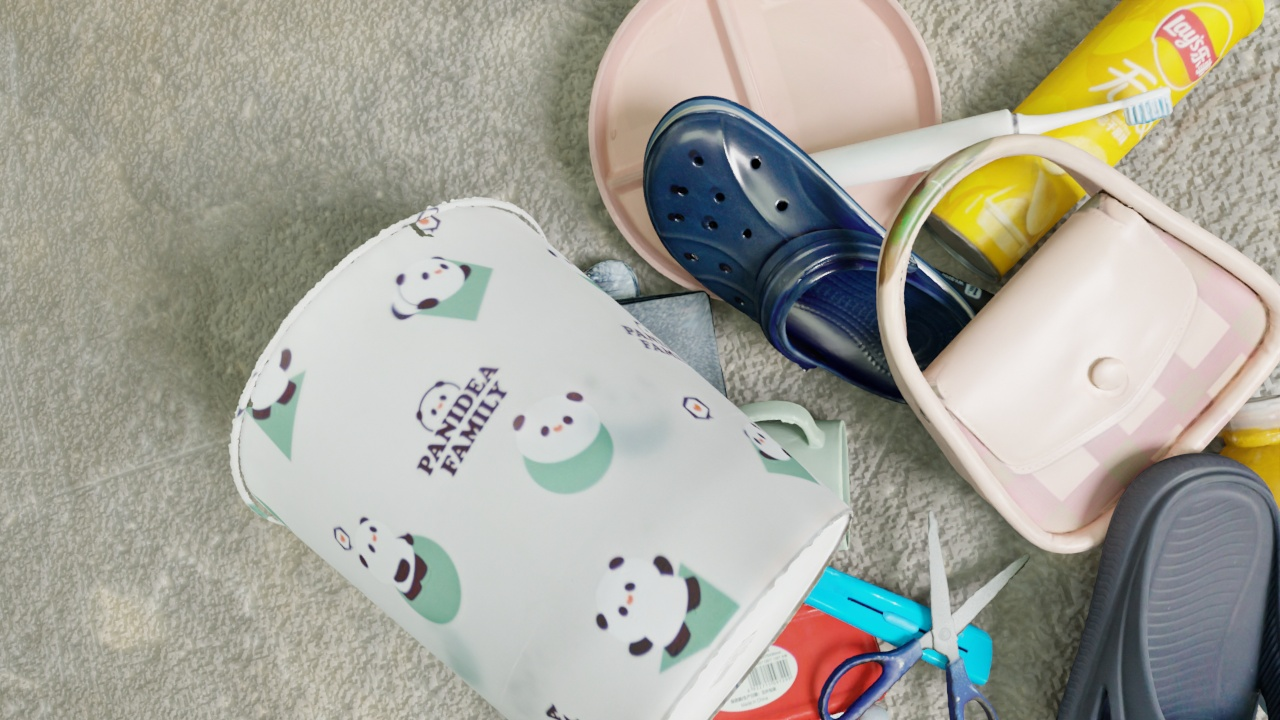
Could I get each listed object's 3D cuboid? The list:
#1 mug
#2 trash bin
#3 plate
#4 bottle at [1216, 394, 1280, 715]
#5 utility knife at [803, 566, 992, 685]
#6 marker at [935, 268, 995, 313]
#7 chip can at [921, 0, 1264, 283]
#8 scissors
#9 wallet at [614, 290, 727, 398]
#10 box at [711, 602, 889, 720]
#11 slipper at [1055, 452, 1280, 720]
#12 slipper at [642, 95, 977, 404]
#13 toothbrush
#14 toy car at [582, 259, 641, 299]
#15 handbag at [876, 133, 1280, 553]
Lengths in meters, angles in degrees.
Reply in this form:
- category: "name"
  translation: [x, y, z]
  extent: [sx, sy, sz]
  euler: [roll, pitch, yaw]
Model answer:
- category: "mug"
  translation: [0.077, 0.070, 0.586]
  extent: [0.106, 0.082, 0.112]
  euler: [-1, 132, 16]
- category: "trash bin"
  translation: [-0.043, 0.074, 0.491]
  extent: [0.252, 0.229, 0.230]
  euler: [37, 96, 22]
- category: "plate"
  translation: [0.080, -0.152, 0.608]
  extent: [0.229, 0.028, 0.229]
  euler: [1, 98, 4]
- category: "bottle"
  translation: [0.377, 0.115, 0.532]
  extent: [0.068, 0.068, 0.189]
  euler: [-12, 85, 13]
- category: "utility knife"
  translation: [0.140, 0.155, 0.579]
  extent: [0.191, 0.018, 0.034]
  euler: [25, 88, -8]
- category: "marker"
  translation: [0.205, -0.041, 0.592]
  extent: [0.132, 0.020, 0.022]
  euler: [24, 125, 1]
- category: "chip can"
  translation: [0.271, -0.147, 0.565]
  extent: [0.072, 0.072, 0.213]
  euler: [45, 99, 11]
- category: "scissors"
  translation: [0.182, 0.183, 0.570]
  extent: [0.162, 0.012, 0.176]
  euler: [-17, 93, -10]
- category: "wallet"
  translation: [-0.004, 0.004, 0.636]
  extent: [0.121, 0.019, 0.097]
  euler: [-6, 112, 13]
- category: "box"
  translation: [0.064, 0.237, 0.573]
  extent: [0.201, 0.060, 0.161]
  euler: [-9, 85, -17]
- category: "slipper"
  translation: [0.298, 0.186, 0.497]
  extent: [0.110, 0.083, 0.268]
  euler: [0, 104, -4]
- category: "slipper"
  translation: [0.099, -0.048, 0.552]
  extent: [0.253, 0.095, 0.105]
  euler: [36, 121, -10]
- category: "toothbrush"
  translation: [0.189, -0.129, 0.544]
  extent: [0.221, 0.026, 0.026]
  euler: [-8, 101, 23]
- category: "toy car"
  translation: [-0.052, -0.040, 0.658]
  extent: [0.106, 0.031, 0.049]
  euler: [-13, 84, 13]
- category: "handbag"
  translation: [0.222, -0.024, 0.508]
  extent: [0.234, 0.093, 0.193]
  euler: [39, 96, -23]
